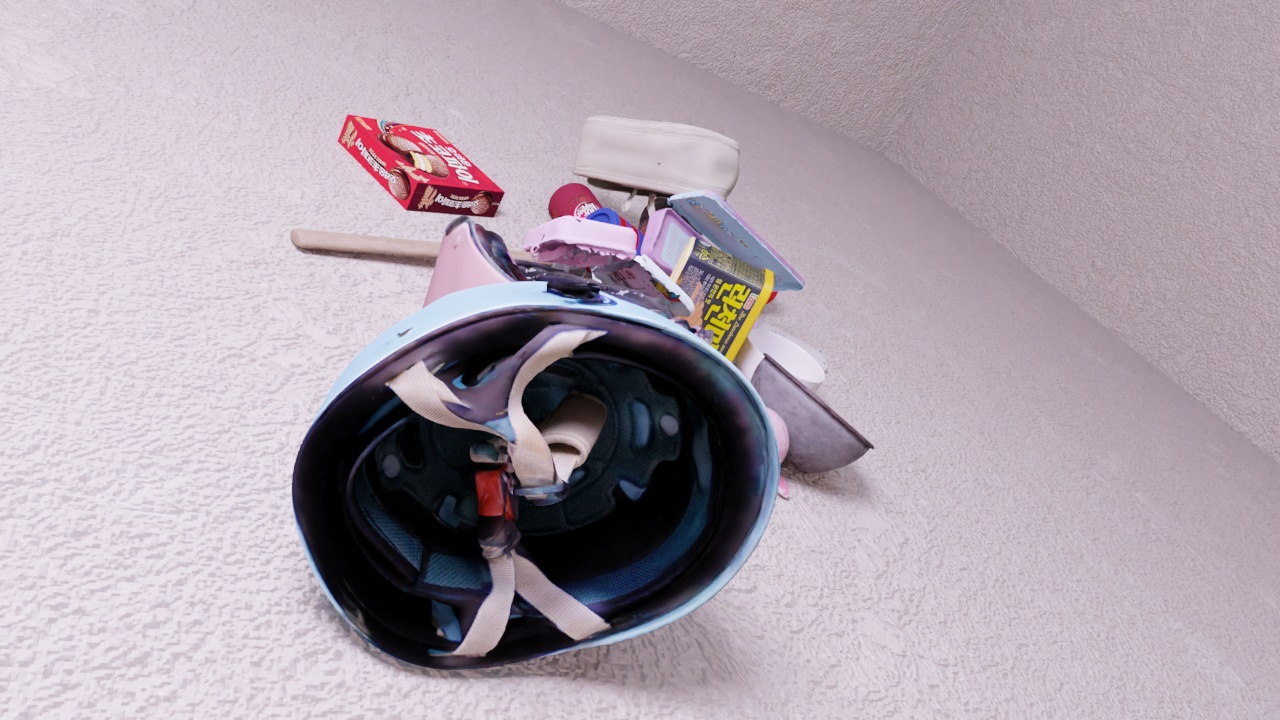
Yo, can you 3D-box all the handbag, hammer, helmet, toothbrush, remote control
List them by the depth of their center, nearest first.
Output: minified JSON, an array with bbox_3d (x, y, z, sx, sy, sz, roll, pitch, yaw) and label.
[{"bbox_3d":[-0.057,0.052,0.545,0.265,0.226,0.166,-1,24,-6],"label":"helmet"},{"bbox_3d":[-0.068,-0.009,0.740,0.230,0.152,0.255,21,8,-9],"label":"helmet"},{"bbox_3d":[0.109,0.087,0.921,0.021,0.016,0.135,7,33,-43],"label":"toothbrush"},{"bbox_3d":[-0.193,-0.116,0.946,0.330,0.031,0.119,2,25,-44],"label":"hammer"},{"bbox_3d":[0.013,-0.235,1.202,0.229,0.132,0.184,17,5,15],"label":"handbag"},{"bbox_3d":[0.189,-0.026,1.233,0.136,0.011,0.050,26,25,-9],"label":"remote control"}]

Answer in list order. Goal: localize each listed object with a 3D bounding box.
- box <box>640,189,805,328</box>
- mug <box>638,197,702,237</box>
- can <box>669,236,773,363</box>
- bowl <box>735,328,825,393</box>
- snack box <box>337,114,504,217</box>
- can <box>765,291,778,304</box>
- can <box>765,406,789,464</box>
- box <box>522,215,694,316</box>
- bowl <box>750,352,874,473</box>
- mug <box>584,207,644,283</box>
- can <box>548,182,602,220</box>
[{"bbox_3d":[0.107,-0.113,1.106,0.214,0.093,0.089,36,61,-39],"label":"box"},{"bbox_3d":[0.054,-0.172,1.237,0.096,0.123,0.110,60,18,-26],"label":"mug"},{"bbox_3d":[0.073,-0.059,1.025,0.101,0.131,0.072,26,25,-3],"label":"can"},{"bbox_3d":[0.158,0.013,1.072,0.105,0.054,0.104,24,23,-11],"label":"bowl"},{"bbox_3d":[-0.261,-0.231,1.097,0.152,0.036,0.132,43,28,27],"label":"snack box"},{"bbox_3d":[0.133,-0.109,1.258,0.070,0.070,0.131,44,28,28],"label":"can"},{"bbox_3d":[0.093,0.078,0.860,0.067,0.067,0.076,43,27,26],"label":"can"},{"bbox_3d":[-0.032,-0.095,0.884,0.155,0.059,0.201,24,-3,-16],"label":"box"},{"bbox_3d":[0.159,0.064,0.932,0.145,0.067,0.145,41,5,-5],"label":"bowl"},{"bbox_3d":[-0.033,-0.114,1.077,0.076,0.075,0.111,32,51,-38],"label":"mug"},{"bbox_3d":[-0.072,-0.174,1.164,0.063,0.063,0.114,12,30,-35],"label":"can"}]
